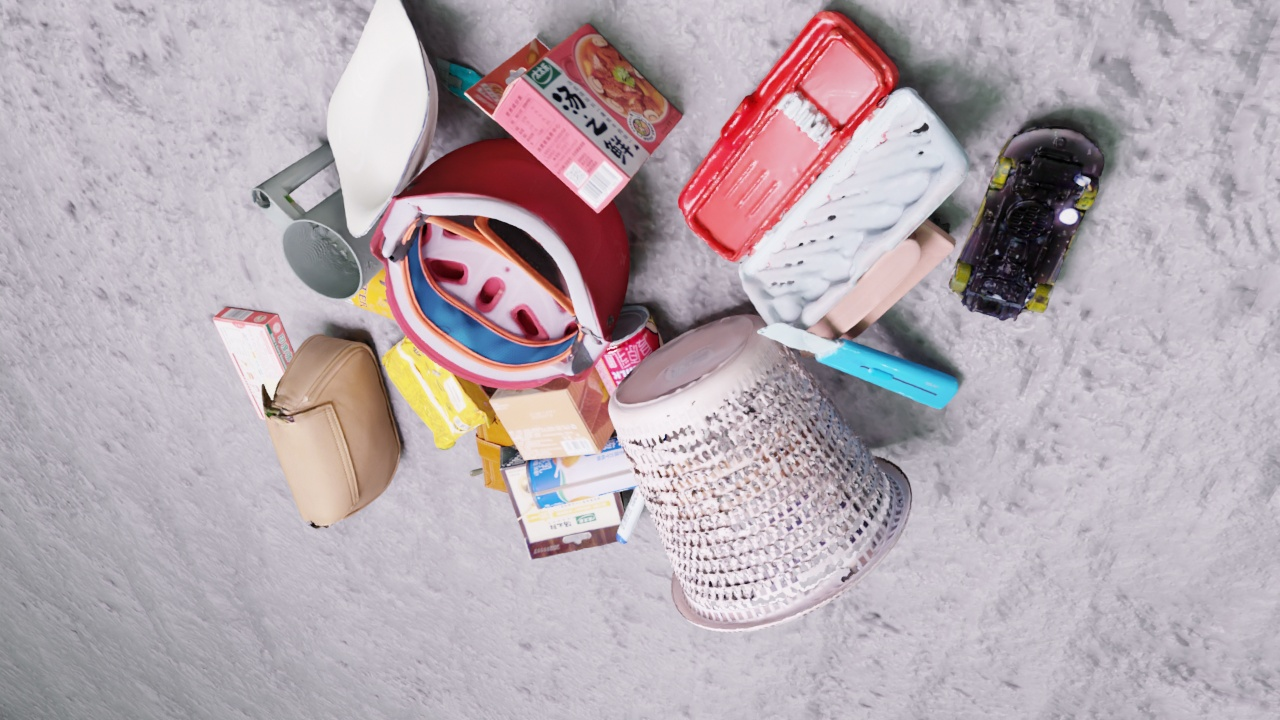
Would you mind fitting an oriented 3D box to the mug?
[{"bbox_3d":[-0.277,-0.132,0.843,0.084,0.103,0.124,-27,111,39],"label":"mug"}]

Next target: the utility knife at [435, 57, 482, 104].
[{"bbox_3d":[-0.092,-0.204,0.754,0.178,0.013,0.029,25,135,6],"label":"utility knife"}]

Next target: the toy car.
[{"bbox_3d":[0.271,-0.094,0.647,0.070,0.042,0.158,18,133,11],"label":"toy car"}]

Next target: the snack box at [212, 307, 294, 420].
[{"bbox_3d":[-0.444,0.011,1.093,0.077,0.026,0.156,8,130,20],"label":"snack box"}]

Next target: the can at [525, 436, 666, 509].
[{"bbox_3d":[-0.041,0.105,0.896,0.135,0.053,0.053,-14,122,7],"label":"can"}]

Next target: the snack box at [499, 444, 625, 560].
[{"bbox_3d":[-0.079,0.140,0.973,0.113,0.053,0.126,-12,125,1],"label":"snack box"}]

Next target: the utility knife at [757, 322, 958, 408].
[{"bbox_3d":[0.175,0.002,0.722,0.208,0.018,0.034,18,137,-29],"label":"utility knife"}]

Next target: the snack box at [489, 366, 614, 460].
[{"bbox_3d":[-0.074,0.034,0.884,0.093,0.094,0.077,-8,122,31],"label":"snack box"}]

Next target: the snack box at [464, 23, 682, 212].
[{"bbox_3d":[-0.044,-0.188,0.675,0.127,0.113,0.044,41,134,-10],"label":"snack box"}]

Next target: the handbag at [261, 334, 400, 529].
[{"bbox_3d":[-0.345,0.077,1.015,0.100,0.147,0.205,8,125,18],"label":"handbag"}]

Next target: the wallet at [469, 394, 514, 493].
[{"bbox_3d":[-0.136,0.098,1.013,0.119,0.035,0.131,9,127,16],"label":"wallet"}]

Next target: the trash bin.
[{"bbox_3d":[0.082,0.078,0.766,0.228,0.226,0.192,-19,110,36],"label":"trash bin"}]

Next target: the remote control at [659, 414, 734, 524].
[{"bbox_3d":[0.058,0.111,0.932,0.058,0.021,0.150,21,133,9],"label":"remote control"}]

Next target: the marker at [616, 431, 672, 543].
[{"bbox_3d":[0.004,0.128,0.944,0.017,0.016,0.146,24,113,7],"label":"marker"}]

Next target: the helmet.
[{"bbox_3d":[-0.105,-0.087,0.772,0.207,0.143,0.241,32,147,-9],"label":"helmet"}]

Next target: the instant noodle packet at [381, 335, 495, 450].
[{"bbox_3d":[-0.210,0.028,0.966,0.111,0.044,0.128,-31,93,46],"label":"instant noodle packet"}]

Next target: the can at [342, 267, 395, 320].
[{"bbox_3d":[-0.230,-0.065,0.904,0.146,0.058,0.058,20,133,11],"label":"can"}]

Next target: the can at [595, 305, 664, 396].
[{"bbox_3d":[-0.005,0.005,0.846,0.067,0.066,0.094,-7,122,31],"label":"can"}]

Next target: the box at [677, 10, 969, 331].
[{"bbox_3d":[0.122,-0.127,0.664,0.160,0.049,0.202,53,134,13],"label":"box"}]

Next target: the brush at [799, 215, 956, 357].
[{"bbox_3d":[0.169,-0.060,0.704,0.063,0.072,0.146,34,135,-4],"label":"brush"}]

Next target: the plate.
[{"bbox_3d":[-0.206,-0.198,0.752,0.034,0.164,0.164,5,143,-39],"label":"plate"}]
